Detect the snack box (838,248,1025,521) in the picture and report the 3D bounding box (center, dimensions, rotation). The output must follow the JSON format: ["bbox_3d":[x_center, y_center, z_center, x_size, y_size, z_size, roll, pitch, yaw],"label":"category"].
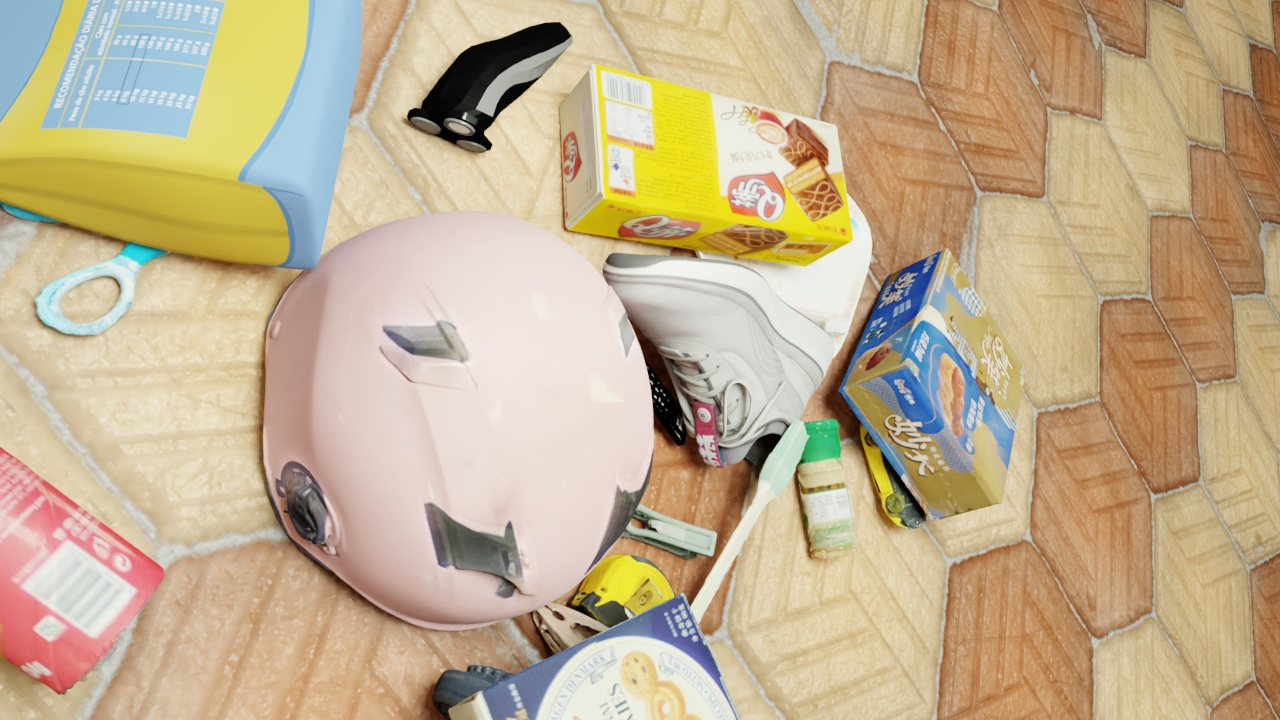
[{"bbox_3d":[0.271,0.017,0.829,0.155,0.069,0.202,53,41,-14],"label":"snack box"}]

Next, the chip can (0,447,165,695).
[{"bbox_3d":[-0.319,0.048,0.392,0.233,0.073,0.073,46,54,-19],"label":"chip can"}]

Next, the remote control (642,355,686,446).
[{"bbox_3d":[-0.004,0.004,0.663,0.140,0.009,0.030,54,27,-26],"label":"remote control"}]

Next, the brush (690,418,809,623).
[{"bbox_3d":[0.066,0.138,0.664,0.217,0.012,0.033,-57,146,-16],"label":"brush"}]

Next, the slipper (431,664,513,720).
[{"bbox_3d":[-0.003,0.240,0.563,0.263,0.101,0.082,40,58,-18],"label":"slipper"}]

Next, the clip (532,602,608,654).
[{"bbox_3d":[-0.039,0.174,0.588,0.039,0.024,0.060,-19,55,-41],"label":"clip"}]

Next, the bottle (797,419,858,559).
[{"bbox_3d":[0.151,0.105,0.755,0.043,0.043,0.111,-2,79,-38],"label":"bottle"}]

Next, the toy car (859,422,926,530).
[{"bbox_3d":[0.225,0.099,0.818,0.049,0.030,0.106,2,67,-44],"label":"toy car"}]

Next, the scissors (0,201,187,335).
[{"bbox_3d":[-0.275,-0.079,0.501,0.140,0.013,0.114,-40,99,-36],"label":"scissors"}]

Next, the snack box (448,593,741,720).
[{"bbox_3d":[-0.007,0.219,0.485,0.144,0.043,0.144,-15,74,-39],"label":"snack box"}]

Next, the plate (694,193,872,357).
[{"bbox_3d":[0.127,-0.106,0.811,0.187,0.016,0.186,38,58,-23],"label":"plate"}]

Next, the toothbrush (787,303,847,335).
[{"bbox_3d":[0.108,-0.043,0.757,0.181,0.016,0.018,10,77,-35],"label":"toothbrush"}]

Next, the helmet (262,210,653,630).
[{"bbox_3d":[-0.083,0.032,0.534,0.229,0.153,0.255,-8,88,-42],"label":"helmet"}]

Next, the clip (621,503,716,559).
[{"bbox_3d":[0.013,0.125,0.662,0.078,0.049,0.023,19,64,-14],"label":"clip"}]

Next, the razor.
[{"bbox_3d":[-0.097,-0.203,0.648,0.155,0.057,0.060,-60,145,-32],"label":"razor"}]

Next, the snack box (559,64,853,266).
[{"bbox_3d":[0.054,-0.145,0.717,0.230,0.062,0.110,5,71,-29],"label":"snack box"}]

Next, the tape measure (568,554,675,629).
[{"bbox_3d":[-0.008,0.163,0.619,0.064,0.037,0.065,-45,105,-36],"label":"tape measure"}]

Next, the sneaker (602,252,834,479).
[{"bbox_3d":[0.052,0.006,0.662,0.263,0.097,0.128,30,70,-50],"label":"sneaker"}]

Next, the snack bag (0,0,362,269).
[{"bbox_3d":[-0.261,-0.146,0.477,0.205,0.102,0.158,8,65,-13],"label":"snack bag"}]
